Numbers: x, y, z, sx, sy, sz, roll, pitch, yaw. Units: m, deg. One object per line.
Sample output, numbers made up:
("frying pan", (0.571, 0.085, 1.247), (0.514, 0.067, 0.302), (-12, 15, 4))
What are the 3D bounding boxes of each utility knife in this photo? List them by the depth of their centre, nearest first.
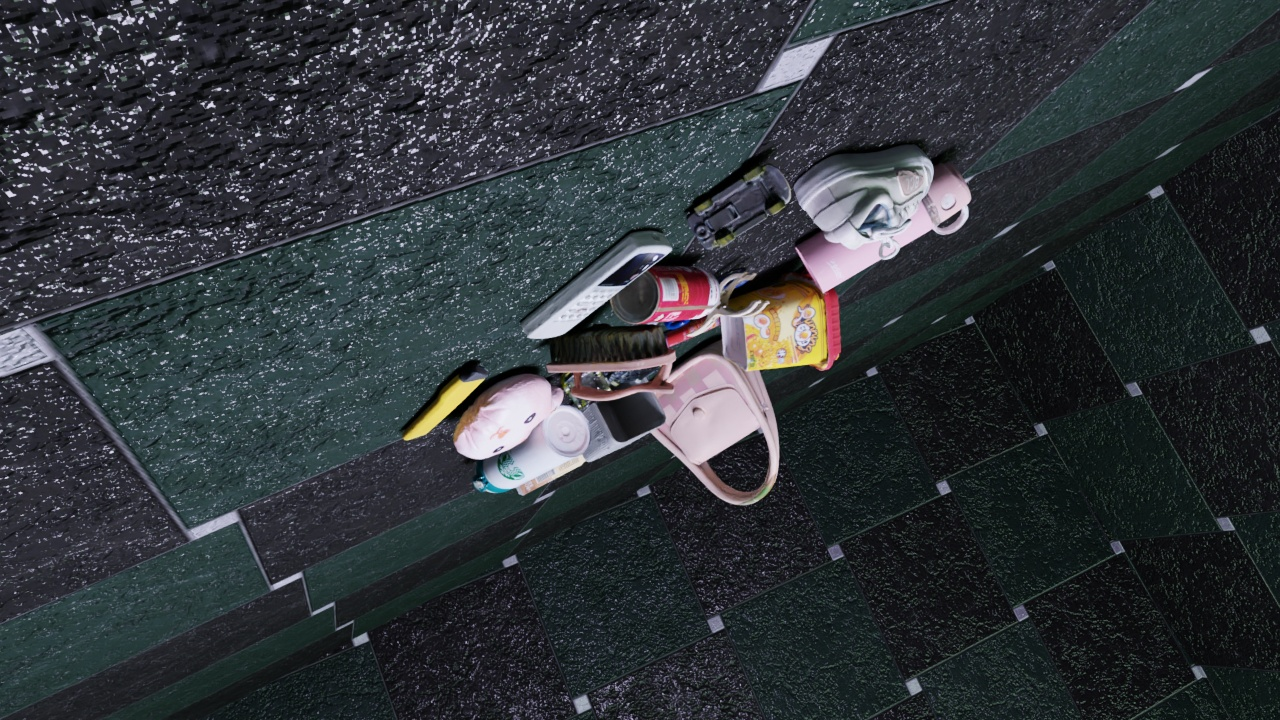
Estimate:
("utility knife", (-0.195, 0.042, 0.902), (0.033, 0.015, 0.154), (-8, 158, -45))

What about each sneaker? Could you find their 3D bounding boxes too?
("sneaker", (0.247, -0.156, 0.924), (0.090, 0.090, 0.241), (-37, 167, 38))

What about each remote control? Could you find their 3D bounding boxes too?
("remote control", (-0.039, -0.064, 0.807), (0.150, 0.021, 0.058), (-35, 167, 30))

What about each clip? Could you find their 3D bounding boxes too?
("clip", (0.089, -0.074, 1.027), (0.105, 0.084, 0.034), (-8, 178, 31))

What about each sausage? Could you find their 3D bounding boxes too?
("sausage", (0.070, -0.041, 1.165), (0.155, 0.020, 0.020), (-24, 167, -23))

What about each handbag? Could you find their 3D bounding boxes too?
("handbag", (0.121, 0.104, 1.373), (0.194, 0.234, 0.093), (-38, 167, 37))

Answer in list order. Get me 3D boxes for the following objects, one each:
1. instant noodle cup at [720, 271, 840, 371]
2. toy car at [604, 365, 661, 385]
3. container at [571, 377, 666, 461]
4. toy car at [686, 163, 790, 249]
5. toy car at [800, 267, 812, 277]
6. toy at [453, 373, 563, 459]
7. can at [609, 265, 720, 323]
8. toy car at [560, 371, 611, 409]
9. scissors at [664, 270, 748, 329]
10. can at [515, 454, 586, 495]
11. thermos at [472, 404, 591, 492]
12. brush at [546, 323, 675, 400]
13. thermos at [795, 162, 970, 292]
("instant noodle cup", (0.171, -0.043, 1.152), (0.123, 0.116, 0.116), (-12, -161, -16))
("toy car", (-0.007, 0.007, 1.159), (0.049, 0.031, 0.105), (-33, 166, 23))
("container", (-0.040, 0.078, 1.249), (0.090, 0.090, 0.115), (-21, 169, -33))
("toy car", (0.083, -0.130, 0.767), (0.091, 0.042, 0.035), (-30, -167, 28))
("toy car", (0.243, -0.121, 1.208), (0.107, 0.031, 0.049), (-36, 167, 35))
("toy", (-0.139, 0.060, 1.009), (0.121, 0.054, 0.159), (-44, 166, 14))
("can", (0.027, -0.064, 0.881), (0.053, 0.053, 0.132), (-35, 167, 28))
("toy car", (-0.067, 0.025, 1.100), (0.048, 0.032, 0.105), (-29, 157, -2))
("scissors", (0.057, -0.069, 1.038), (0.162, 0.012, 0.175), (-24, 166, -18))
("can", (-0.144, 0.155, 1.397), (0.116, 0.058, 0.059), (-27, 168, -12))
("thermos", (-0.148, 0.122, 1.177), (0.073, 0.073, 0.225), (-20, 173, -38))
("brush", (-0.023, 0.002, 0.888), (0.146, 0.073, 0.063), (-1, -169, 45))
("thermos", (0.287, -0.150, 1.071), (0.199, 0.087, 0.067), (-30, -147, 7))
